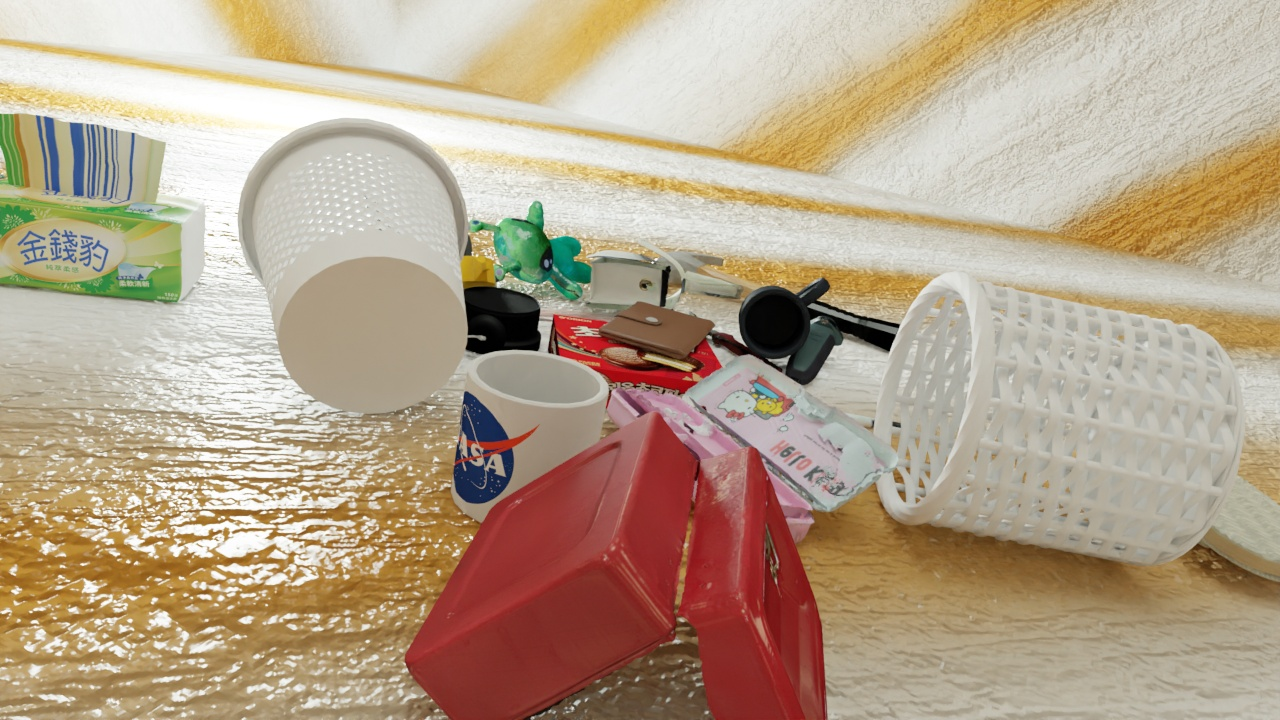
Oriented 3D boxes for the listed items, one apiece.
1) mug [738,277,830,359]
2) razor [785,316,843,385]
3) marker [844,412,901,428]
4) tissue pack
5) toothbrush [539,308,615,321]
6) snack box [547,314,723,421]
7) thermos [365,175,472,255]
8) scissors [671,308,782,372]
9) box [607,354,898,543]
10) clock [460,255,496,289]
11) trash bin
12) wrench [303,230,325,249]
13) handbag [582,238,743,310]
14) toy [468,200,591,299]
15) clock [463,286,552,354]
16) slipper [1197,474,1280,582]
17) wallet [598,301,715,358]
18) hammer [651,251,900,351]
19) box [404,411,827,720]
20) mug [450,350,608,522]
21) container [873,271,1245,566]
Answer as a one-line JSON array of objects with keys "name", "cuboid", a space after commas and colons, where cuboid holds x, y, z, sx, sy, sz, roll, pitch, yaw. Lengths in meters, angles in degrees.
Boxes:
[{"name": "mug", "cuboid": [0.152, -0.051, 0.958, 0.071, 0.105, 0.077, 53, 9, -3]}, {"name": "razor", "cuboid": [0.184, -0.008, 0.988, 0.047, 0.052, 0.142, 20, 31, 15]}, {"name": "marker", "cuboid": [0.176, 0.051, 0.863, 0.152, 0.011, 0.011, 10, 20, -4]}, {"name": "tissue pack", "cuboid": [-0.501, -0.142, 0.823, 0.197, 0.141, 0.120, 3, 21, -21]}, {"name": "toothbrush", "cuboid": [-0.051, -0.052, 1.011, 0.181, 0.018, 0.015, 2, 19, -22]}, {"name": "snack box", "cuboid": [-0.005, 0.005, 0.851, 0.152, 0.036, 0.132, 7, 20, -11]}, {"name": "thermos", "cuboid": [-0.272, -0.165, 1.103, 0.082, 0.082, 0.240, 1, 22, -26]}, {"name": "scissors", "cuboid": [0.080, -0.020, 0.999, 0.185, 0.015, 0.178, 18, 21, 20]}, {"name": "box", "cuboid": [0.076, 0.066, 0.700, 0.153, 0.067, 0.201, -11, 28, -26]}, {"name": "clock", "cuboid": [-0.194, -0.083, 0.938, 0.099, 0.043, 0.130, -5, -4, -18]}, {"name": "trash bin", "cuboid": [-0.222, -0.068, 0.740, 0.195, 0.196, 0.199, 3, 31, -23]}, {"name": "wrench", "cuboid": [-0.316, -0.110, 0.963, 0.066, 0.018, 0.274, -45, 39, -18]}, {"name": "handbag", "cuboid": [0.029, -0.096, 1.036, 0.176, 0.074, 0.151, 5, 10, 4]}, {"name": "toy", "cuboid": [-0.120, -0.121, 1.071, 0.193, 0.073, 0.130, 1, 58, -61]}, {"name": "clock", "cuboid": [-0.146, -0.037, 0.878, 0.091, 0.043, 0.120, 25, 24, 33]}, {"name": "slipper", "cuboid": [0.475, 0.113, 0.799, 0.115, 0.052, 0.262, 11, 23, -7]}, {"name": "wallet", "cuboid": [0.018, -0.032, 0.887, 0.087, 0.013, 0.120, 16, 20, 13]}, {"name": "hammer", "cuboid": [0.175, -0.079, 1.184, 0.328, 0.039, 0.130, 21, 20, 23]}, {"name": "box", "cuboid": [-0.007, 0.124, 0.458, 0.170, 0.156, 0.156, -13, 16, 13]}, {"name": "mug", "cuboid": [-0.083, 0.046, 0.614, 0.090, 0.090, 0.121, -5, 26, -39]}, {"name": "container", "cuboid": [0.296, 0.045, 0.684, 0.187, 0.189, 0.189, 12, 20, -3]}]
